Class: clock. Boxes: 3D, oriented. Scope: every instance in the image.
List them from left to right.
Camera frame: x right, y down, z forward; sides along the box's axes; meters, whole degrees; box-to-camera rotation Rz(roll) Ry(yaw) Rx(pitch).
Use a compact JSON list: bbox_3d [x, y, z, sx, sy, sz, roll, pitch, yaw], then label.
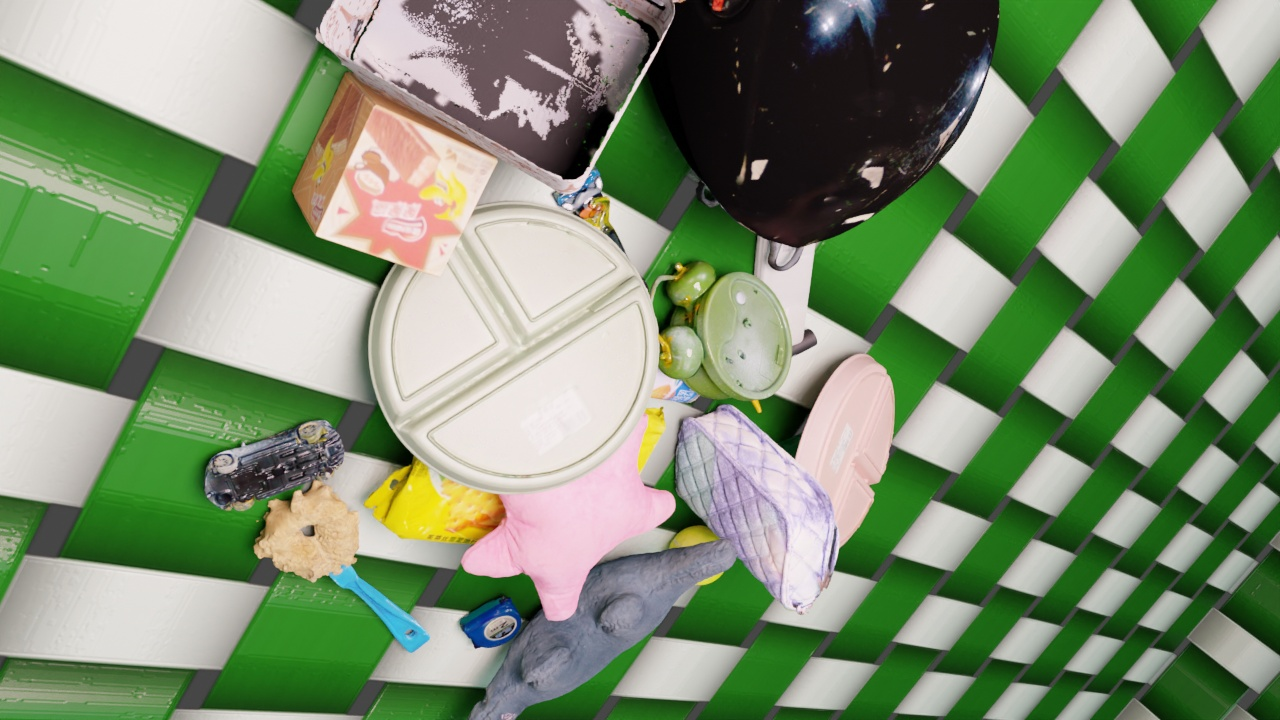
[{"bbox_3d":[0.068,-0.024,0.826,0.161,0.056,0.116,28,62,-35],"label":"clock"}]

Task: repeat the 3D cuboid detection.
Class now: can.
[{"bbox_3d":[-0.005,0.005,0.833,0.134,0.053,0.053,11,114,-38],"label":"can"}]

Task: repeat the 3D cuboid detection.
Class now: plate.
[{"bbox_3d":[-0.090,-0.009,0.707,0.230,0.027,0.230,0,91,-18],"label":"plate"},{"bbox_3d":[0.228,0.106,1.007,0.228,0.028,0.230,-27,125,-47],"label":"plate"}]

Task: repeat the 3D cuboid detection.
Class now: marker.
[{"bbox_3d":[0.122,0.002,0.939,0.132,0.020,0.022,-26,107,-15],"label":"marker"}]

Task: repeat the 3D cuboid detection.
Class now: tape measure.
[{"bbox_3d":[-0.151,0.268,0.939,0.058,0.025,0.054,-29,134,-8],"label":"tape measure"}]

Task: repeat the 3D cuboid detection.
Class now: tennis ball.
[{"bbox_3d":[0.064,0.215,1.014,0.065,0.065,0.066,-17,128,-23],"label":"tennis ball"}]

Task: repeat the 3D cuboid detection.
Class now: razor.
[{"bbox_3d":[-0.024,-0.098,0.773,0.042,0.022,0.143,-36,133,-4],"label":"razor"}]

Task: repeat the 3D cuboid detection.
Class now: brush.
[{"bbox_3d":[-0.253,0.196,0.818,0.083,0.046,0.255,-36,137,-13],"label":"brush"}]

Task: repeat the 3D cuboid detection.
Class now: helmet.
[{"bbox_3d":[0.134,-0.219,0.652,0.233,0.230,0.276,-6,162,-30],"label":"helmet"}]

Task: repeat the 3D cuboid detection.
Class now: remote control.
[{"bbox_3d":[0.137,-0.077,0.890,0.058,0.021,0.150,-12,126,-19],"label":"remote control"}]

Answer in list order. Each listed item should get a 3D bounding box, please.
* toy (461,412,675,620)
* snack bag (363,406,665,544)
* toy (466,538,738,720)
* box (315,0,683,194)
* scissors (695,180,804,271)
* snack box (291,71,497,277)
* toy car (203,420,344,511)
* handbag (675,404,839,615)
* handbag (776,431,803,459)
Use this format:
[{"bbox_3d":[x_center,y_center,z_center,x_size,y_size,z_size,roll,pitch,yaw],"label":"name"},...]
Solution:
[{"bbox_3d":[-0.059,0.118,0.772,0.194,0.074,0.178,-45,123,-2],"label":"toy"},{"bbox_3d":[-0.104,0.088,0.816,0.246,0.068,0.158,13,113,-39],"label":"snack bag"},{"bbox_3d":[-0.053,0.279,0.941,0.356,0.138,0.091,-39,99,4],"label":"toy"},{"bbox_3d":[-0.050,-0.255,0.551,0.178,0.088,0.262,28,94,-8],"label":"box"},{"bbox_3d":[0.128,-0.168,0.816,0.159,0.014,0.177,5,106,-24],"label":"scissors"},{"bbox_3d":[-0.167,-0.124,0.622,0.092,0.077,0.094,18,110,-40],"label":"snack box"},{"bbox_3d":[-0.286,0.080,0.716,0.105,0.031,0.049,-21,129,-22],"label":"toy car"},{"bbox_3d":[0.113,0.140,0.906,0.075,0.194,0.134,-17,128,-25],"label":"handbag"},{"bbox_3d":[0.178,0.147,1.048,0.120,0.068,0.131,-37,132,-21],"label":"handbag"}]
